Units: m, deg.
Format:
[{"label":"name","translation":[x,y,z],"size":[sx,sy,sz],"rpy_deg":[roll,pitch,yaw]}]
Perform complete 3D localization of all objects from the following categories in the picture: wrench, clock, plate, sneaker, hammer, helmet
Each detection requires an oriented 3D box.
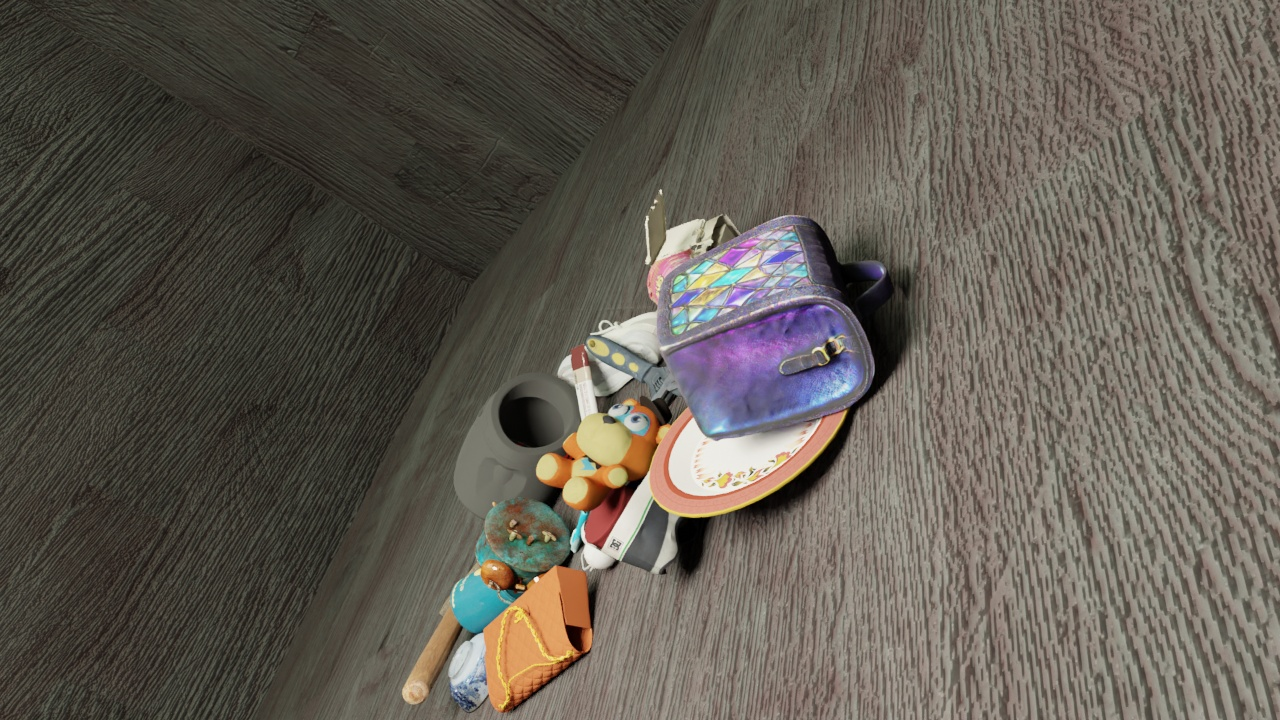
[{"label":"wrench","translation":[-0.008,0.007,1.290],"size":[0.273,0.022,0.073],"rpy_deg":[29,101,54]},{"label":"clock","translation":[-0.034,0.202,1.118],"size":[0.125,0.044,0.087],"rpy_deg":[-53,18,11]},{"label":"plate","translation":[0.109,0.074,0.916],"size":[0.230,0.021,0.229],"rpy_deg":[-30,24,15]},{"label":"sneaker","translation":[0.035,0.151,0.999],"size":[0.084,0.079,0.234],"rpy_deg":[-63,-5,30]},{"label":"clock","translation":[-0.157,0.257,1.226],"size":[0.157,0.121,0.073],"rpy_deg":[-95,28,-47]},{"label":"sneaker","translation":[-0.037,-0.015,1.447],"size":[0.243,0.089,0.090],"rpy_deg":[-25,31,49]},{"label":"hammer","translation":[-0.276,0.391,1.342],"size":[0.158,0.037,0.300],"rpy_deg":[-51,6,19]},{"label":"helmet","translation":[-0.195,0.153,1.435],"size":[0.170,0.164,0.263],"rpy_deg":[-64,0,39]}]

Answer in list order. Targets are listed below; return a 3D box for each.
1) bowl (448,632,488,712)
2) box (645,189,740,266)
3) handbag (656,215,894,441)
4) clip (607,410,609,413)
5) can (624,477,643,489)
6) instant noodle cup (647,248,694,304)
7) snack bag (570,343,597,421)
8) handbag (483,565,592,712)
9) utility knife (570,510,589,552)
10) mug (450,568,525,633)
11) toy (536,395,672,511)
[{"label":"bowl","translation":[-0.232,0.422,1.266],"size":[0.114,0.045,0.114],"rpy_deg":[-49,19,23]},{"label":"box","translation":[0.051,-0.137,1.191],"size":[0.107,0.193,0.143],"rpy_deg":[-20,31,34]},{"label":"handbag","translation":[0.137,-0.043,0.902],"size":[0.222,0.125,0.204],"rpy_deg":[-21,26,14]},{"label":"clip","translation":[-0.043,0.085,1.398],"size":[0.035,0.013,0.052],"rpy_deg":[-57,15,-4]},{"label":"can","translation":[-0.034,0.139,1.210],"size":[0.092,0.056,0.116],"rpy_deg":[-52,18,19]},{"label":"instant noodle cup","translation":[0.070,-0.097,1.293],"size":[0.098,0.097,0.108],"rpy_deg":[-53,26,11]},{"label":"snack bag","translation":[-0.082,0.056,1.404],"size":[0.057,0.013,0.158],"rpy_deg":[-21,79,64]},{"label":"handbag","translation":[-0.131,0.338,1.103],"size":[0.172,0.060,0.108],"rpy_deg":[-46,40,33]},{"label":"utility knife","translation":[-0.075,0.206,1.178],"size":[0.152,0.015,0.022],"rpy_deg":[107,-174,-53]},{"label":"mug","translation":[-0.197,0.324,1.307],"size":[0.104,0.084,0.111],"rpy_deg":[-36,-2,35]},{"label":"toy","translation":[-0.034,0.108,1.094],"size":[0.175,0.096,0.112],"rpy_deg":[-30,38,-27]}]
